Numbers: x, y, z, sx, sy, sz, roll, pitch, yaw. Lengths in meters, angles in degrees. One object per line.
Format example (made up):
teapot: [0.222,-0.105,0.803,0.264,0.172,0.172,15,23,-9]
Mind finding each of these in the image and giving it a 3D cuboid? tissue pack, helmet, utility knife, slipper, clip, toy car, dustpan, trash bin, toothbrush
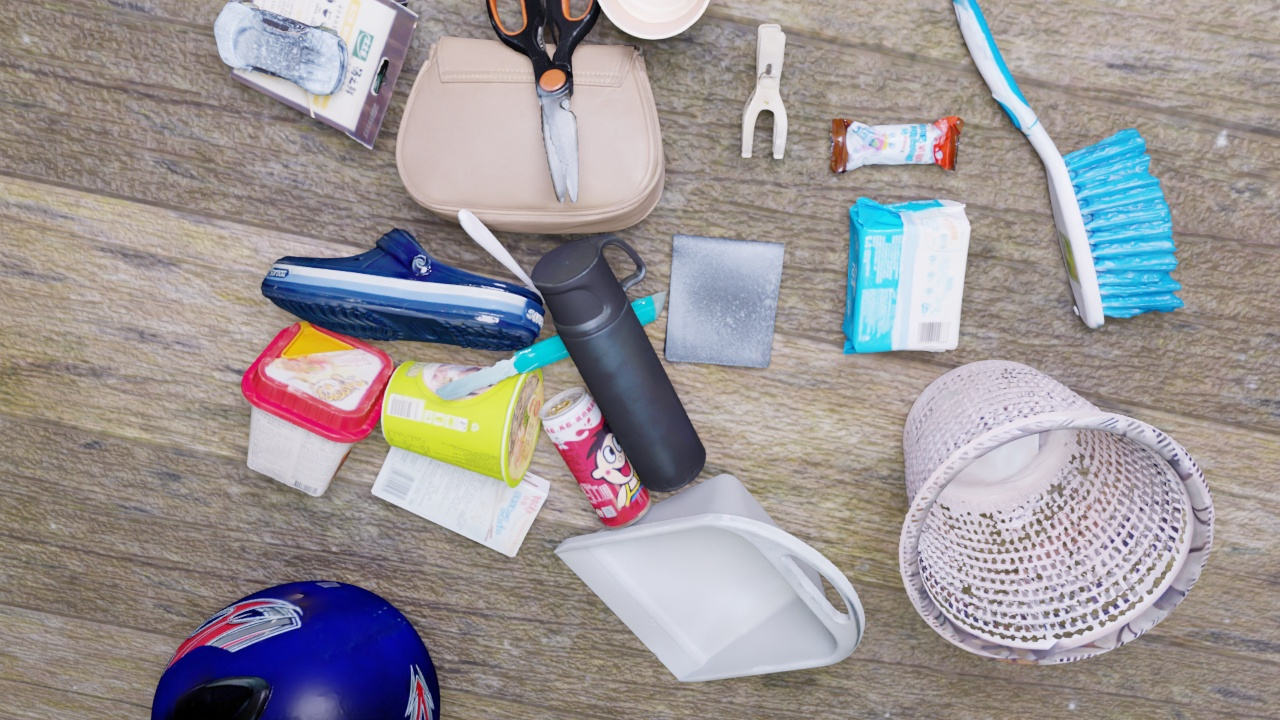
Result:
tissue pack: [0.218,-0.068,0.767,0.090,0.063,0.140,-2,116,3]
helmet: [-0.355,0.351,0.899,0.316,0.247,0.240,-30,70,10]
utility knife: [-0.073,-0.012,0.790,0.219,0.013,0.029,-23,126,-18]
slipper: [-0.200,-0.067,0.768,0.253,0.105,0.095,8,73,14]
clip: [0.099,-0.211,0.723,0.035,0.074,0.101,1,119,4]
toy car: [-0.272,-0.235,0.689,0.105,0.031,0.049,18,112,2]
dustpan: [0.074,0.229,0.873,0.258,0.142,0.222,-36,108,16]
trash bin: [0.314,0.103,0.767,0.227,0.191,0.228,1,114,3]
toothbrush: [-0.111,-0.080,0.742,0.016,0.180,0.016,-7,73,11]

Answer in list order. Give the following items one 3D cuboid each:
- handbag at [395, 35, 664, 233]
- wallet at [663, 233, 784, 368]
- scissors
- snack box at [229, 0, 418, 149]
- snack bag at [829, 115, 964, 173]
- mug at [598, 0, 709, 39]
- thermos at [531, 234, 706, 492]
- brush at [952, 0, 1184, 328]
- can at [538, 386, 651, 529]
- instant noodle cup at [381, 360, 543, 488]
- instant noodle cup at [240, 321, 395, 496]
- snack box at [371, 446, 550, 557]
handbag: [-0.082,-0.173,0.720,0.204,0.100,0.147,4,88,3]
wallet: [0.072,-0.051,0.811,0.097,0.019,0.121,5,116,3]
scissors: [-0.076,-0.203,0.663,0.139,0.234,0.022,8,158,16]
snack box: [-0.243,-0.248,0.720,0.125,0.053,0.113,25,114,-8]
snack bag: [0.205,-0.174,0.740,0.105,0.026,0.045,0,118,6]
mug: [0.001,-0.290,0.656,0.082,0.105,0.114,-38,107,18]
thermos: [-0.005,0.005,0.784,0.090,0.068,0.243,-34,127,-10]
brush: [0.339,-0.162,0.725,0.110,0.060,0.314,-18,110,15]
can: [-0.042,0.092,0.863,0.053,0.053,0.133,-24,111,14]
instant noodle cup: [-0.162,0.048,0.829,0.123,0.111,0.112,10,115,9]
instant noodle cup: [-0.297,0.048,0.834,0.116,0.116,0.124,26,125,-8]
snack box: [-0.177,0.126,0.902,0.157,0.026,0.085,26,113,-8]
